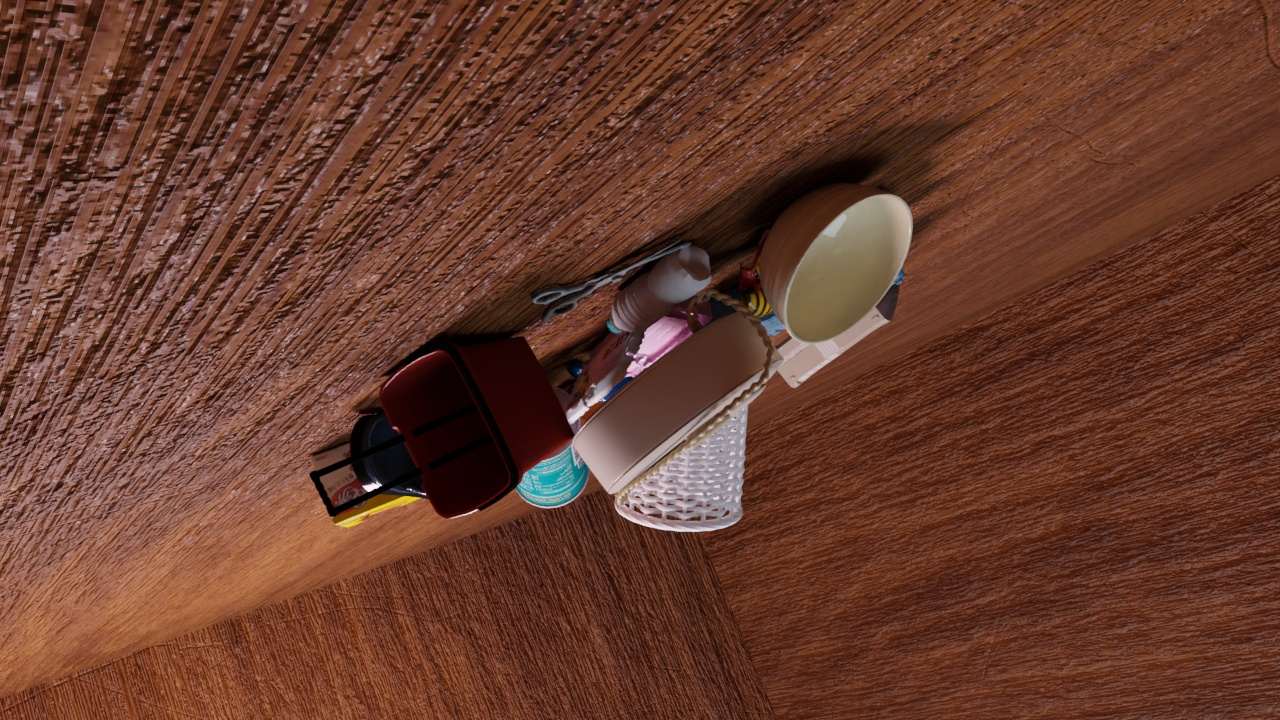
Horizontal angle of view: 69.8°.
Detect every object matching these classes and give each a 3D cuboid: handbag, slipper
[{"bbox_3d":[0.032,0.037,0.888,0.210,0.103,0.209,-36,171,-11],"label":"handbag"},{"bbox_3d":[0.286,-0.066,1.224,0.197,0.062,0.176,-35,175,-45],"label":"handbag"},{"bbox_3d":[-0.205,0.101,1.017,0.084,0.109,0.265,-10,170,20],"label":"slipper"}]

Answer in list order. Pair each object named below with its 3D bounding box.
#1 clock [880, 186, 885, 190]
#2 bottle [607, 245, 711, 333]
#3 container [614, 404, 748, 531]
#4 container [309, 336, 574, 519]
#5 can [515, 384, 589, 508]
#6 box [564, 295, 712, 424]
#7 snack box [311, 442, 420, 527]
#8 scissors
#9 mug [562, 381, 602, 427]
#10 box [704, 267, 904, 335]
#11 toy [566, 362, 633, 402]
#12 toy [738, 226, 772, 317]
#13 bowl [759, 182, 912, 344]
[{"bbox_3d":[0.215,-0.093,0.917,0.148,0.056,0.104,-57,166,3],"label":"clock"},{"bbox_3d":[0.012,-0.060,0.843,0.044,0.044,0.137,-14,167,-39],"label":"bottle"},{"bbox_3d":[0.061,0.130,1.341,0.189,0.187,0.189,3,-170,-1],"label":"container"},{"bbox_3d":[-0.171,0.065,0.812,0.127,0.148,0.200,-29,177,36],"label":"container"},{"bbox_3d":[-0.116,0.106,1.111,0.099,0.099,0.144,-21,152,-10],"label":"can"},{"bbox_3d":[-0.009,0.007,0.982,0.111,0.101,0.202,9,158,-20],"label":"box"},{"bbox_3d":[-0.308,0.133,1.048,0.105,0.083,0.061,-22,171,-8],"label":"snack box"},{"bbox_3d":[-0.029,-0.068,0.802,0.153,0.014,0.131,-18,169,-9],"label":"scissors"},{"bbox_3d":[-0.109,0.074,1.219,0.096,0.077,0.112,-28,149,30],"label":"mug"},{"bbox_3d":[0.167,-0.085,1.052,0.232,0.060,0.175,-24,-165,5],"label":"box"},{"bbox_3d":[-0.011,0.034,1.124,0.176,0.112,0.071,0,165,-21],"label":"toy"},{"bbox_3d":[0.131,-0.090,0.891,0.103,0.046,0.084,-60,154,13],"label":"toy"},{"bbox_3d":[0.162,-0.097,0.819,0.150,0.075,0.151,-24,138,-24],"label":"bowl"}]
